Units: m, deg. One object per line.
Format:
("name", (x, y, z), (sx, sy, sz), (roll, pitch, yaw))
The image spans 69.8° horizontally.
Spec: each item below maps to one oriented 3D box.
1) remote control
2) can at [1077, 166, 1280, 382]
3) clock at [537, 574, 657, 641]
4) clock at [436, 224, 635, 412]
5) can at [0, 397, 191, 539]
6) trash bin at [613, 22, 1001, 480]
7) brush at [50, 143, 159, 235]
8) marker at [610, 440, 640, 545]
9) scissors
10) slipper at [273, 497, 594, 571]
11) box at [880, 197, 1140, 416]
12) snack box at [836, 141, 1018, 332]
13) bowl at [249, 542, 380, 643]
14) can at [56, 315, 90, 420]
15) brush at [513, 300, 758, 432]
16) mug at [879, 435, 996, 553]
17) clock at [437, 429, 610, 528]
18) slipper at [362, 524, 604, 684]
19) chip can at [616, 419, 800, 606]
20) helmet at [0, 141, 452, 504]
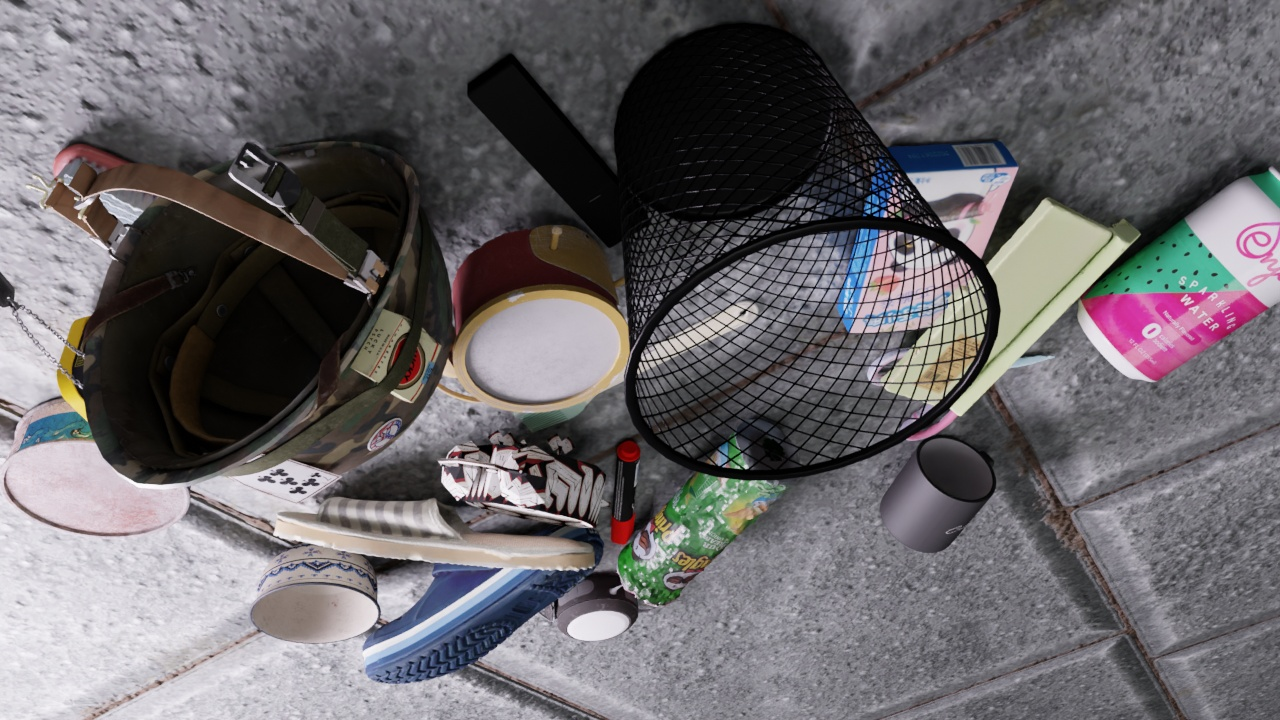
("remote control", (-0.048, -0.127, 0.580), (0.034, 0.013, 0.150), (-28, 135, 19))
("can", (0.424, -0.061, 0.693), (0.088, 0.088, 0.166), (22, 129, -31))
("clock", (-0.052, 0.274, 0.998), (0.123, 0.043, 0.091), (-24, 137, 14))
("clock", (-0.083, -0.024, 0.635), (0.159, 0.081, 0.117), (-38, 134, 25))
("can", (-0.418, 0.086, 0.714), (0.130, 0.044, 0.130), (-6, 138, -5))
("trash bin", (0.068, -0.072, 0.517), (0.184, 0.209, 0.184), (-6, 138, -5))
("brush", (-0.276, -0.077, 0.576), (0.172, 0.030, 0.041), (27, 126, -35))
("marker", (-0.014, 0.125, 0.859), (0.023, 0.021, 0.145), (-28, 145, -27))
("scissors", (0.269, 0.010, 0.797), (0.168, 0.014, 0.171), (18, 131, -29))
("slipper", (-0.173, 0.148, 0.795), (0.272, 0.054, 0.114), (8, 168, -5))
("box", (0.286, -0.033, 0.699), (0.140, 0.048, 0.188), (6, 132, -38))
("snack box", (0.202, -0.084, 0.664), (0.088, 0.033, 0.154), (-4, 138, -6))
("bowl", (-0.304, 0.214, 0.868), (0.115, 0.059, 0.116), (-6, 138, -5))
("can", (-0.316, 0.020, 0.644), (0.101, 0.072, 0.131), (-15, 138, 1))
("brush", (-0.004, 0.004, 0.737), (0.218, 0.012, 0.033), (-27, 135, 15))
("mug", (0.298, 0.124, 0.890), (0.113, 0.078, 0.088), (-19, 145, -31))
("clock", (-0.096, 0.092, 0.752), (0.115, 0.065, 0.154), (1, 162, 32))
("slipper", (-0.154, 0.222, 0.893), (0.253, 0.095, 0.105), (-32, 155, -1))
("chip can", (0.061, 0.147, 0.859), (0.075, 0.075, 0.224), (15, 132, -26))
("helmet", (-0.205, -0.033, 0.498), (0.193, 0.223, 0.237), (10, 139, 22))
